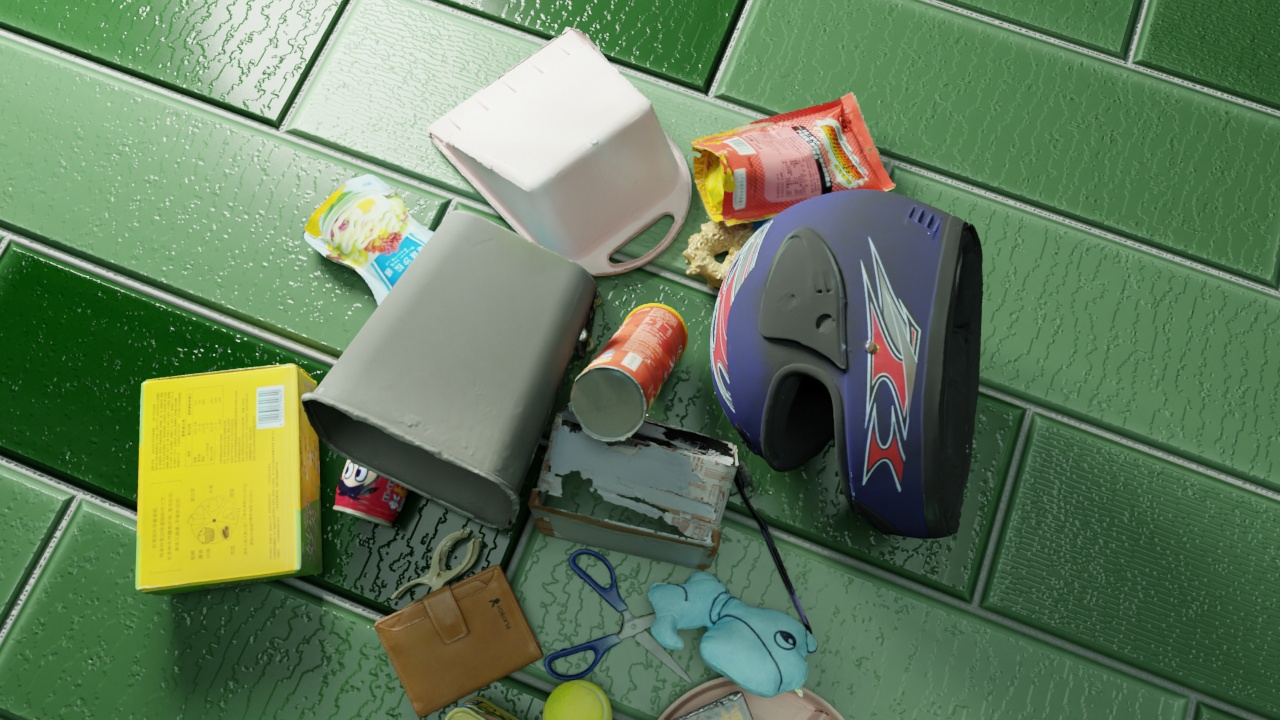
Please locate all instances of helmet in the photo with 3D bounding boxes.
[{"bbox_3d":[0.185,-0.001,0.862,0.241,0.247,0.315,1,76,29],"label":"helmet"}]

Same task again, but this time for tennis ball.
[{"bbox_3d":[-0.059,0.333,0.856,0.065,0.065,0.065,0,74,0],"label":"tennis ball"}]

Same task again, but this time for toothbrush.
[{"bbox_3d":[0.133,0.185,0.925,0.016,0.014,0.189,-19,75,-18],"label":"toothbrush"}]

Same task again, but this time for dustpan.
[{"bbox_3d":[-0.079,-0.223,1.042,0.222,0.139,0.273,-36,49,-8],"label":"dustpan"}]

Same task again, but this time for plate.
[{"bbox_3d":[0.104,0.411,0.854,0.229,0.028,0.229,0,75,1],"label":"plate"}]

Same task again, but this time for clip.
[{"bbox_3d":[-0.196,0.211,0.908,0.070,0.035,0.100,38,83,9],"label":"clip"}]

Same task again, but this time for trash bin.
[{"bbox_3d":[-0.155,0.009,0.832,0.198,0.199,0.219,26,67,-2],"label":"trash bin"}]

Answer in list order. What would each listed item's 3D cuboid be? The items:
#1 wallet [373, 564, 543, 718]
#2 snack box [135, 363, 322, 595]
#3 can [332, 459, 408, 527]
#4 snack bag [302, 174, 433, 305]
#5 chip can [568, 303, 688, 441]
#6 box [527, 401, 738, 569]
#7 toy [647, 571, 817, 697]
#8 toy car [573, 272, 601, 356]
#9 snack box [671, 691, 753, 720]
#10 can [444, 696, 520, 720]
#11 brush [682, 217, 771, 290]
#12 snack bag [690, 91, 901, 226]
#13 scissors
[{"bbox_3d":[-0.173,0.267,0.880,0.131,0.031,0.108,-24,97,-8],"label":"wallet"},{"bbox_3d":[-0.407,0.118,0.914,0.157,0.070,0.210,-7,75,-2],"label":"snack box"},{"bbox_3d":[-0.262,0.113,0.917,0.066,0.066,0.093,16,75,4],"label":"can"},{"bbox_3d":[-0.267,-0.114,0.997,0.191,0.039,0.110,40,69,9],"label":"snack bag"},{"bbox_3d":[-0.005,0.005,0.871,0.073,0.216,0.073,4,108,11],"label":"chip can"},{"bbox_3d":[-0.007,0.136,0.875,0.181,0.146,0.148,16,98,4],"label":"box"},{"bbox_3d":[0.091,0.261,0.869,0.161,0.050,0.156,-5,44,-33],"label":"toy"},{"bbox_3d":[-0.064,-0.049,0.975,0.034,0.043,0.090,5,75,7],"label":"toy car"},{"bbox_3d":[0.064,0.380,0.826,0.113,0.053,0.125,-22,70,-5],"label":"snack box"},{"bbox_3d":[-0.135,0.356,0.840,0.102,0.083,0.057,28,76,7],"label":"can"},{"bbox_3d":[0.147,-0.171,1.015,0.083,0.046,0.254,40,74,14],"label":"brush"},{"bbox_3d":[0.165,-0.212,0.982,0.207,0.073,0.128,-17,72,-17],"label":"snack bag"},{"bbox_3d":[-0.021,0.261,0.904,0.162,0.012,0.175,-38,79,-12],"label":"scissors"}]
